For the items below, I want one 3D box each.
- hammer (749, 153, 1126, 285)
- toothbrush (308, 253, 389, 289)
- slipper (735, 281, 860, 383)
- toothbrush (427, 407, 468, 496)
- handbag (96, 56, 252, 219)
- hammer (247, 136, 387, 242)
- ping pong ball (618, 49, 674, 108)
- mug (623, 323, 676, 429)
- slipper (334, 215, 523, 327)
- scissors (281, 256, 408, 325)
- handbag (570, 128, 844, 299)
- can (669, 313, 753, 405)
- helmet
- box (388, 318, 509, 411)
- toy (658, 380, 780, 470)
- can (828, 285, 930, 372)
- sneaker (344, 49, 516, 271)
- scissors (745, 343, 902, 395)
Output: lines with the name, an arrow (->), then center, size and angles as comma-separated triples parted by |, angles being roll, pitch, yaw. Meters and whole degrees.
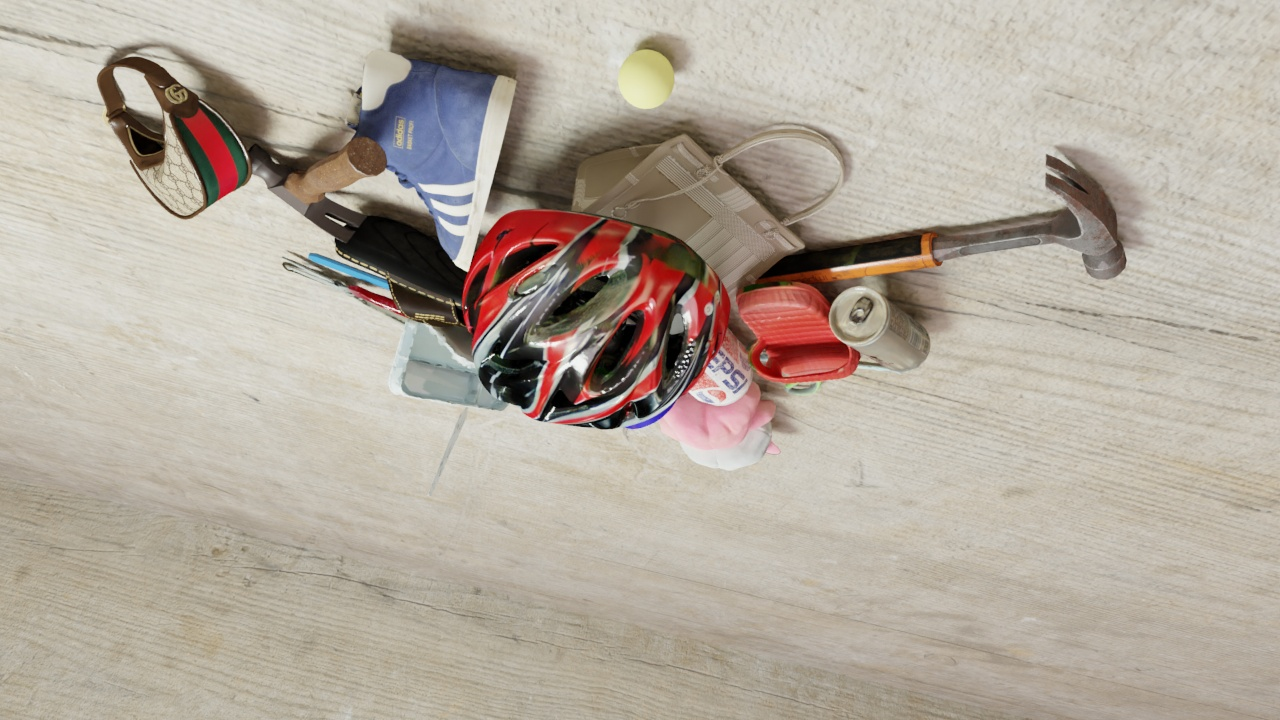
hammer -> 0.220, -0.096, 0.769 | 0.315, 0.035, 0.137 | -6, 151, 35
toothbrush -> -0.301, -0.086, 1.057 | 0.166, 0.014, 0.016 | 21, 154, -16
slipper -> 0.157, -0.009, 0.892 | 0.104, 0.059, 0.248 | -4, 162, 20
toothbrush -> -0.247, 0.098, 1.219 | 0.010, 0.181, 0.010 | 29, 154, -21
handbag -> -0.422, -0.199, 0.816 | 0.167, 0.063, 0.138 | -3, 125, 51
hammer -> -0.261, -0.150, 0.760 | 0.115, 0.033, 0.323 | 39, 166, -26
ping pong ball -> 0.004, -0.199, 0.649 | 0.040, 0.040, 0.040 | 10, 155, 5
mug -> -0.006, 0.006, 0.999 | 0.079, 0.111, 0.083 | -6, 133, 39
slipper -> -0.184, -0.067, 0.942 | 0.267, 0.112, 0.076 | 21, 123, -13
scissors -> -0.318, -0.071, 1.083 | 0.187, 0.015, 0.179 | 15, 166, 28
handbag -> 0.075, -0.132, 0.759 | 0.198, 0.062, 0.175 | -21, 140, 37
can -> 0.061, -0.011, 0.970 | 0.078, 0.078, 0.136 | -4, 150, 32
helmet -> -0.043, -0.031, 0.775 | 0.217, 0.166, 0.273 | 25, 157, -19
box -> -0.164, 0.009, 1.028 | 0.125, 0.106, 0.215 | 11, 178, 27
toy -> 0.096, 0.082, 1.122 | 0.142, 0.084, 0.213 | -2, 163, 11
can -> 0.225, -0.026, 0.851 | 0.054, 0.054, 0.135 | -5, 166, 33
sneaker -> -0.183, -0.159, 0.759 | 0.118, 0.091, 0.234 | 14, 155, -12
scissors -> 0.195, 0.003, 1.009 | 0.167, 0.023, 0.172 | 24, 149, -11
